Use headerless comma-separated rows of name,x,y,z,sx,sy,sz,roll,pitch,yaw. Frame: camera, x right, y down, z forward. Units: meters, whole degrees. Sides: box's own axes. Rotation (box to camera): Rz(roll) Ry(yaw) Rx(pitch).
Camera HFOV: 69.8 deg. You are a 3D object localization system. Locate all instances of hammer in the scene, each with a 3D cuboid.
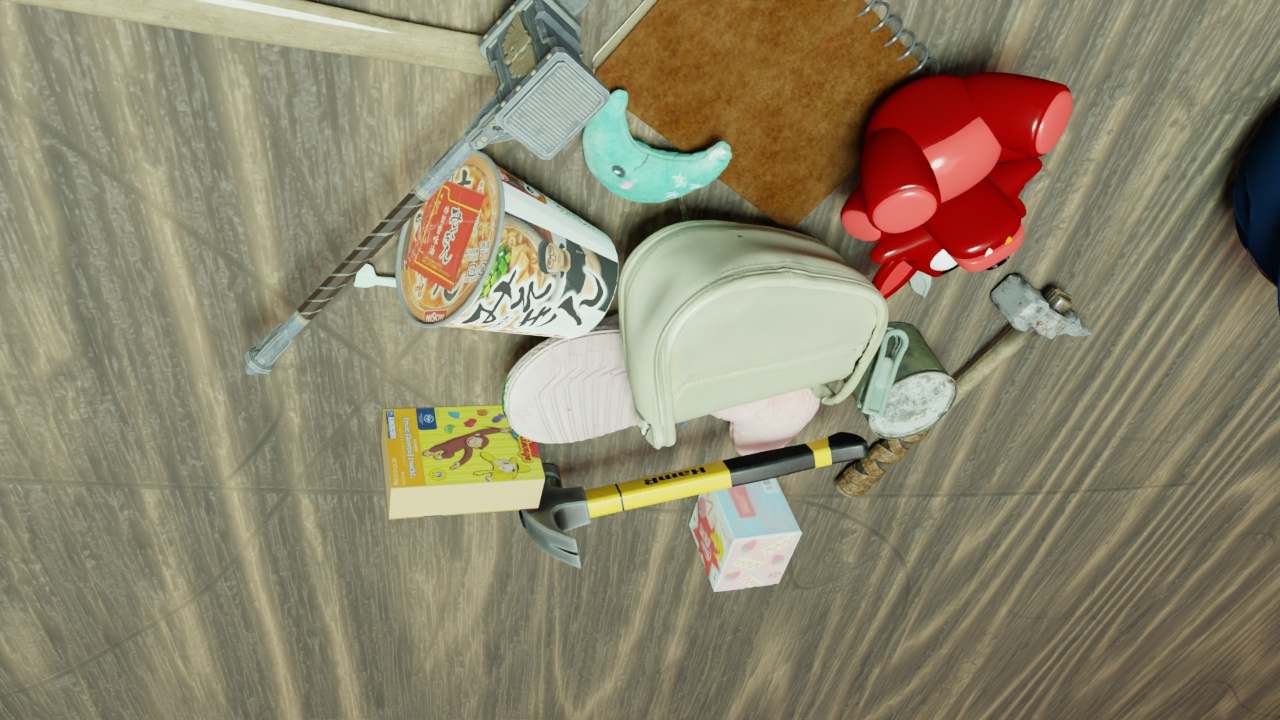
hammer,-0.195,-0.198,0.545,0.330,0.030,0.120,2,132,-23
hammer,0.324,0.042,0.969,0.121,0.049,0.320,17,126,-36
hammer,0.051,0.111,0.834,0.324,0.170,0.034,-12,106,-6
hammer,-0.155,-0.089,0.581,0.323,0.098,0.044,-40,132,20

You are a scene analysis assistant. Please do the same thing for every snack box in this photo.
snack box,0.109,0.180,0.984,0.079,0.093,0.095,-4,134,-17
snack box,-0.155,0.085,0.793,0.125,0.088,0.040,-1,133,-20

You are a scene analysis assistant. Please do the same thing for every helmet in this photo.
helmet,0.625,-0.127,0.779,0.232,0.223,0.272,22,93,-20

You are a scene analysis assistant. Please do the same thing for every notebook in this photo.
notebook,0.098,-0.204,0.653,0.225,0.024,0.168,28,120,-39

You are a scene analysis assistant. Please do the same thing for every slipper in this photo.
slipper,-0.005,0.005,0.780,0.239,0.064,0.094,-8,114,-21

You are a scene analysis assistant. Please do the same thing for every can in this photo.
can,0.249,0.019,0.894,0.090,0.074,0.090,-10,134,-10

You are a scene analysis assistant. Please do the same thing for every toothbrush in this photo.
toothbrush,-0.142,-0.058,0.712,0.154,0.015,0.022,4,132,-25

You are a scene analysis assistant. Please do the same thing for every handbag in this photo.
handbag,0.079,-0.032,0.730,0.228,0.132,0.184,-11,133,-26

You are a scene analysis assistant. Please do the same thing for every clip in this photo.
clip,0.201,0.009,0.765,0.023,0.044,0.076,16,95,-4

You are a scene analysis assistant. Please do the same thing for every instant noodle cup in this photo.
instant noodle cup,-0.088,-0.070,0.655,0.121,0.123,0.124,16,126,-44

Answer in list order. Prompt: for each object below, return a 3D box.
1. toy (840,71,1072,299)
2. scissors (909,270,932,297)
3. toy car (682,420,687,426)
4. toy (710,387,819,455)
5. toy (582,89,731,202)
toy,0.234,-0.122,0.694,0.158,0.120,0.197,-33,147,1
scissors,0.232,-0.101,0.809,0.138,0.019,0.137,0,134,-22
toy car,0.071,0.022,0.853,0.092,0.033,0.062,-25,130,4
toy,0.115,0.043,0.885,0.105,0.053,0.109,31,119,-28
toy,0.003,-0.145,0.654,0.105,0.033,0.085,21,145,-25
